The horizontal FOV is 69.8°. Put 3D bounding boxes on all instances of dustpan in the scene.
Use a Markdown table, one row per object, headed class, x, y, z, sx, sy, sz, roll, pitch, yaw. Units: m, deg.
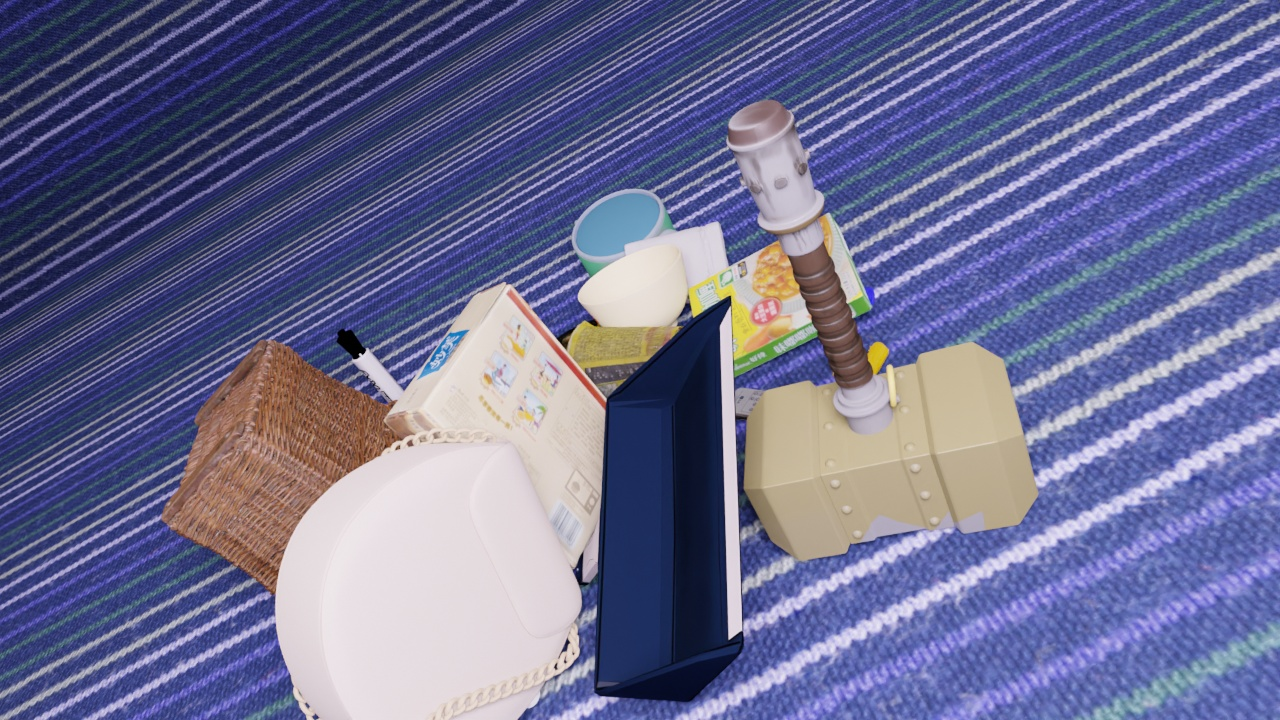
| class | x | y | z | sx | sy | sz | roll | pitch | yaw |
| --- | --- | --- | --- | --- | --- | --- | --- | --- | --- |
| dustpan | 0.002 | 0.119 | 0.670 | 0.080 | 0.274 | 0.235 | 5 | 60 | -6 |

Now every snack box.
| class | x | y | z | sx | sy | sz | roll | pitch | yaw |
| --- | --- | --- | --- | --- | --- | --- | --- | --- | --- |
| snack box | -0.103 | 0.060 | 0.802 | 0.055 | 0.207 | 0.152 | -12 | 38 | 40 |
| snack box | 0.131 | -0.062 | 0.904 | 0.168 | 0.027 | 0.131 | -28 | 41 | 20 |

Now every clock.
| class | x | y | z | sx | sy | sz | roll | pitch | yaw |
| --- | --- | --- | --- | --- | --- | --- | --- | --- | --- |
| clock | -0.009 | -0.134 | 1.111 | 0.122 | 0.075 | 0.161 | -33 | 45 | -2 |

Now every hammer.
| class | x | y | z | sx | sy | sz | roll | pitch | yaw |
| --- | --- | --- | --- | --- | --- | --- | --- | --- | --- |
| hammer | 0.128 | -0.019 | 0.600 | 0.191 | 0.325 | 0.100 | -15 | 37 | 21 |

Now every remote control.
| class | x | y | z | sx | sy | sz | roll | pitch | yaw |
| --- | --- | --- | --- | --- | --- | --- | --- | --- | --- |
| remote control | 0.133 | 0.045 | 0.806 | 0.137 | 0.013 | 0.033 | 6 | 49 | 44 |

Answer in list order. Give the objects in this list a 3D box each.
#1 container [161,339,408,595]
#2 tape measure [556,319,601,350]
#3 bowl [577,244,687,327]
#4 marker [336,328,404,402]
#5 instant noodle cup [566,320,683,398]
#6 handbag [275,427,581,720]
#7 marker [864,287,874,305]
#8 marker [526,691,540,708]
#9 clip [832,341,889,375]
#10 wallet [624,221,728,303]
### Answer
| class | x | y | z | sx | sy | sz | roll | pitch | yaw |
| --- | --- | --- | --- | --- | --- | --- | --- | --- | --- |
| container | -0.356 | 0.110 | 0.938 | 0.162 | 0.183 | 0.249 | -45 | 29 | 11 |
| tape measure | -0.072 | -0.010 | 1.026 | 0.067 | 0.038 | 0.062 | -20 | 35 | 18 |
| bowl | 0.003 | -0.060 | 0.968 | 0.118 | 0.074 | 0.117 | -23 | 24 | 10 |
| marker | -0.331 | 0.010 | 1.134 | 0.025 | 0.126 | 0.025 | -22 | 34 | 16 |
| instant noodle cup | -0.005 | 0.005 | 0.901 | 0.108 | 0.102 | 0.102 | -7 | 40 | 23 |
| handbag | -0.140 | 0.169 | 0.650 | 0.104 | 0.211 | 0.208 | -2 | 27 | 42 |
| marker | 0.163 | -0.061 | 0.914 | 0.142 | 0.020 | 0.020 | 2 | 46 | 41 |
| marker | -0.128 | 0.249 | 0.751 | 0.134 | 0.017 | 0.020 | 10 | 78 | 46 |
| clip | 0.186 | 0.000 | 0.804 | 0.046 | 0.035 | 0.052 | 12 | 54 | 38 |
| wallet | 0.043 | -0.104 | 1.027 | 0.116 | 0.032 | 0.086 | -10 | 74 | 18 |
